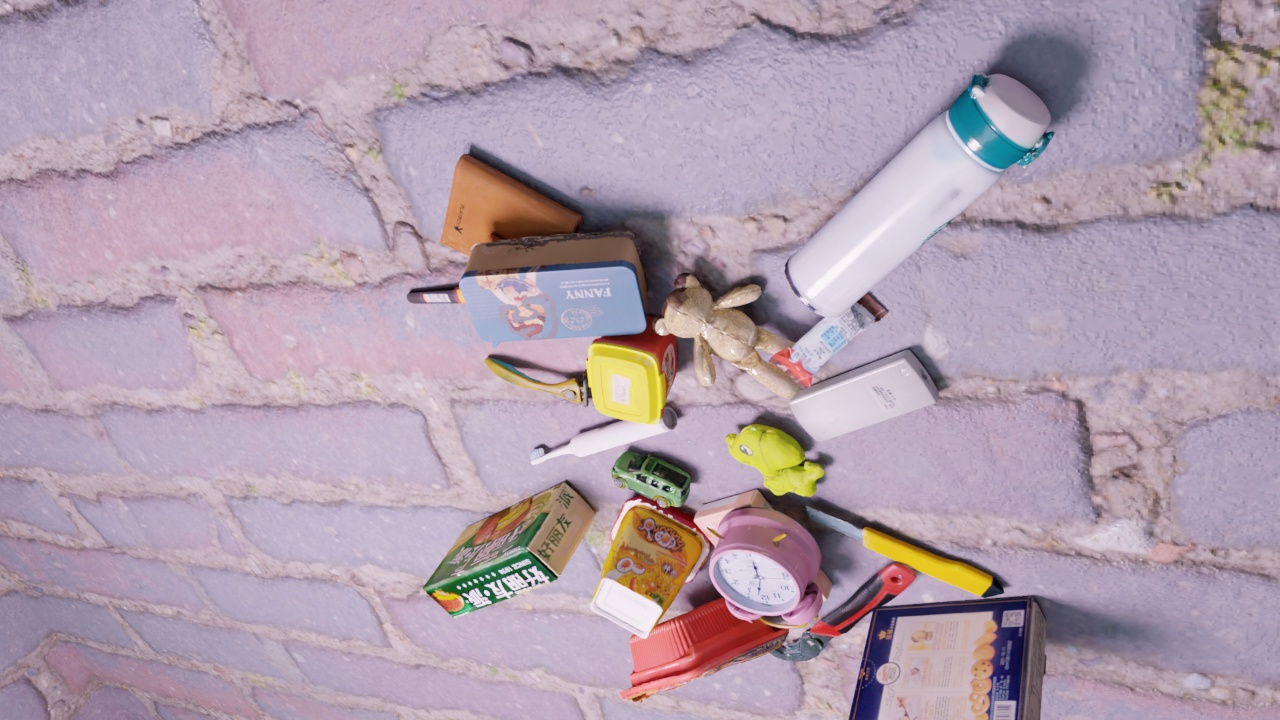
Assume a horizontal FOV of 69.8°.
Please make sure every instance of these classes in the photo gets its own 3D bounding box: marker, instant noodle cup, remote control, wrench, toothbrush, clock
[{"bbox_3d":[-0.208,-0.071,0.999,0.124,0.015,0.018,0,124,31],"label":"marker"},{"bbox_3d":[0.006,0.241,1.062,0.116,0.123,0.116,27,133,6],"label":"instant noodle cup"},{"bbox_3d":[0.206,0.035,0.860,0.135,0.019,0.056,-26,111,40],"label":"remote control"},{"bbox_3d":[0.228,0.296,1.057,0.056,0.016,0.274,32,137,-4],"label":"wrench"},{"bbox_3d":[-0.050,0.091,1.038,0.222,0.026,0.026,-20,76,38],"label":"toothbrush"},{"bbox_3d":[0.066,0.340,1.098,0.189,0.164,0.079,-42,66,50],"label":"instant noodle cup"},{"bbox_3d":[0.136,0.234,0.993,0.117,0.059,0.158,-4,125,30],"label":"clock"}]

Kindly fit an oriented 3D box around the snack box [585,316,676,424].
[{"bbox_3d":[-0.005,0.005,0.906,0.082,0.079,0.091,11,131,19],"label":"snack box"}]

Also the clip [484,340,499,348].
[{"bbox_3d":[-0.154,-0.034,1.000,0.041,0.014,0.056,39,132,-5],"label":"clip"}]

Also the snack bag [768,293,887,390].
[{"bbox_3d":[0.166,-0.020,0.815,0.048,0.026,0.104,40,104,-10],"label":"snack bag"}]

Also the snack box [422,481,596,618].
[{"bbox_3d":[-0.169,0.244,1.165,0.241,0.114,0.063,-29,110,42],"label":"snack box"}]

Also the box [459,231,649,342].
[{"bbox_3d":[-0.073,-0.069,0.866,0.184,0.060,0.090,-3,135,14],"label":"box"}]

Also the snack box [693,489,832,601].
[{"bbox_3d":[0.139,0.217,1.040,0.085,0.026,0.157,-24,112,39],"label":"snack box"}]

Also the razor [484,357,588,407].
[{"bbox_3d":[-0.118,0.019,1.018,0.133,0.028,0.043,16,135,19],"label":"razor"}]

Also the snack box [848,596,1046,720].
[{"bbox_3d":[0.311,0.331,0.934,0.183,0.177,0.046,-17,120,38],"label":"snack box"}]

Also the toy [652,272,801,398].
[{"bbox_3d":[0.091,-0.020,0.854,0.157,0.066,0.105,30,102,-2],"label":"toy"}]

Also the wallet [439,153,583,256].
[{"bbox_3d":[-0.129,-0.129,0.899,0.132,0.031,0.108,29,132,4],"label":"wallet"}]

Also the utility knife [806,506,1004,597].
[{"bbox_3d":[0.273,0.197,0.958,0.217,0.015,0.033,23,134,7],"label":"utility knife"}]

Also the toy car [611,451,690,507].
[{"bbox_3d":[0.012,0.130,1.025,0.091,0.043,0.036,20,136,11],"label":"toy car"}]

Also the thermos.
[{"bbox_3d":[0.207,-0.120,0.700,0.073,0.073,0.225,39,134,-6],"label":"thermos"}]

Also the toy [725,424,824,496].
[{"bbox_3d":[0.139,0.101,0.942,0.097,0.031,0.100,-2,129,29],"label":"toy"}]
